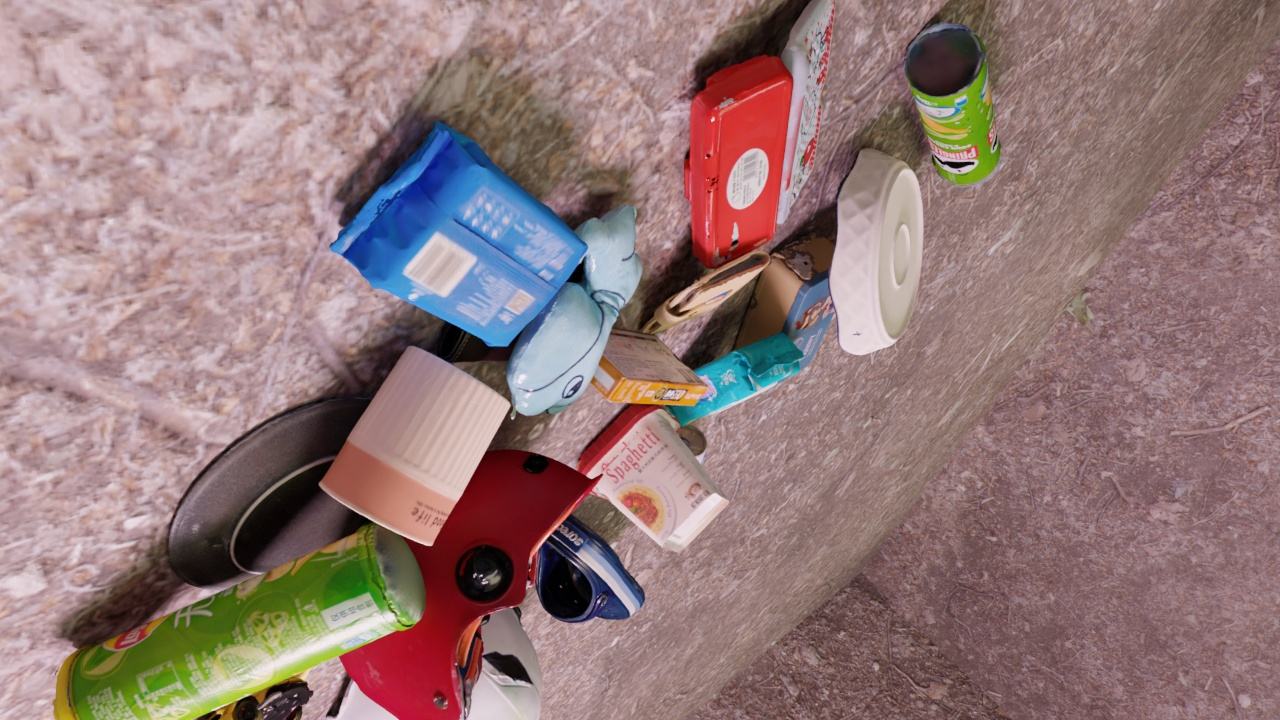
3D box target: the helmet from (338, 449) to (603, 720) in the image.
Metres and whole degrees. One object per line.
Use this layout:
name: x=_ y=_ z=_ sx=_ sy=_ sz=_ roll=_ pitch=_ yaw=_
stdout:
helmet: x=-0.147 y=0.157 z=0.711 sx=0.239 sy=0.144 sz=0.207 roll=-58 pitch=179 yaw=-9

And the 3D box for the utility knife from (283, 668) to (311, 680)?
utility knife: x=-0.289 y=0.258 z=0.795 sx=0.030 sy=0.018 sz=0.167 roll=-2 pitch=130 yaw=-51

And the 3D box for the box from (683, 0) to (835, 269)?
box: x=0.099 y=-0.168 z=0.710 sx=0.161 sy=0.059 sz=0.201 roll=-42 pitch=157 yaw=-17

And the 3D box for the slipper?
slipper: x=-0.066 y=0.252 z=1.031 sx=0.095 sy=0.105 sz=0.253 roll=-45 pitch=155 yaw=-18

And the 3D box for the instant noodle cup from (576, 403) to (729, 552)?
instant noodle cup: x=0.017 y=0.124 z=0.942 sx=0.116 sy=0.124 sz=0.116 roll=-46 pitch=156 yaw=1

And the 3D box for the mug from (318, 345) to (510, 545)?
mug: x=-0.146 y=0.057 z=0.613 sx=0.105 sy=0.081 sz=0.115 roll=-60 pitch=-179 yaw=-10

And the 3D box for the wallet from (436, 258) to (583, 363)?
wallet: x=-0.083 y=-0.038 z=0.660 sx=0.096 sy=0.020 sz=0.122 roll=-55 pitch=156 yaw=21

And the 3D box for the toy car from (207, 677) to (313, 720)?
toy car: x=-0.344 y=0.319 z=0.773 sx=0.156 sy=0.041 sz=0.071 roll=-43 pitch=156 yaw=-2

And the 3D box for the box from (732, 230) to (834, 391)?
box: x=0.159 y=-0.046 z=0.980 sx=0.089 sy=0.062 sz=0.185 roll=-30 pitch=150 yaw=-29

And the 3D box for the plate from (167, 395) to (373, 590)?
plate: x=-0.231 y=0.099 z=0.631 sx=0.179 sy=0.024 sz=0.180 roll=-36 pitch=154 yaw=-20

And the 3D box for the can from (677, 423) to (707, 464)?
can: x=0.037 y=0.133 z=1.076 sx=0.053 sy=0.053 sz=0.135 roll=-27 pitch=150 yaw=-35

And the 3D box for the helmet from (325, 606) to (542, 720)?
helmet: x=-0.195 y=0.370 z=0.964 sx=0.228 sy=0.146 sz=0.259 roll=-32 pitch=152 yaw=-29

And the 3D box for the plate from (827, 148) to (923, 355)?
plate: x=0.239 y=-0.105 z=0.913 sx=0.204 sy=0.046 sz=0.205 roll=-21 pitch=114 yaw=-59

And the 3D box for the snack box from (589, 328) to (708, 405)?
snack box: x=-0.005 y=0.005 z=0.780 sx=0.026 sy=0.075 sz=0.153 roll=-54 pitch=155 yaw=16

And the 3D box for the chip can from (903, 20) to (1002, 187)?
chip can: x=0.311 y=-0.243 z=0.902 sx=0.072 sy=0.072 sz=0.235 roll=-50 pitch=155 yaw=9

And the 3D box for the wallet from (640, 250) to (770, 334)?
wallet: x=0.052 y=-0.054 z=0.796 sx=0.087 sy=0.024 sz=0.115 roll=-23 pitch=174 yaw=-28

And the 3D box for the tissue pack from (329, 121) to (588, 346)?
tissue pack: x=-0.098 y=-0.068 z=0.536 sx=0.095 sy=0.052 sz=0.157 roll=-46 pitch=149 yaw=7

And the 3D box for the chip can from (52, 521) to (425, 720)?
chip can: x=-0.247 y=0.174 z=0.582 sx=0.221 sy=0.072 sz=0.073 roll=-23 pitch=154 yaw=-1

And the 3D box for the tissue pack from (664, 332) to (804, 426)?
tissue pack: x=0.094 y=0.019 z=0.935 sx=0.093 sy=0.050 sz=0.134 roll=-20 pitch=174 yaw=-46

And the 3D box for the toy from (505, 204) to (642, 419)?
toy: x=-0.048 y=-0.026 z=0.656 sx=0.156 sy=0.050 sz=0.162 roll=-46 pitch=155 yaw=-26
